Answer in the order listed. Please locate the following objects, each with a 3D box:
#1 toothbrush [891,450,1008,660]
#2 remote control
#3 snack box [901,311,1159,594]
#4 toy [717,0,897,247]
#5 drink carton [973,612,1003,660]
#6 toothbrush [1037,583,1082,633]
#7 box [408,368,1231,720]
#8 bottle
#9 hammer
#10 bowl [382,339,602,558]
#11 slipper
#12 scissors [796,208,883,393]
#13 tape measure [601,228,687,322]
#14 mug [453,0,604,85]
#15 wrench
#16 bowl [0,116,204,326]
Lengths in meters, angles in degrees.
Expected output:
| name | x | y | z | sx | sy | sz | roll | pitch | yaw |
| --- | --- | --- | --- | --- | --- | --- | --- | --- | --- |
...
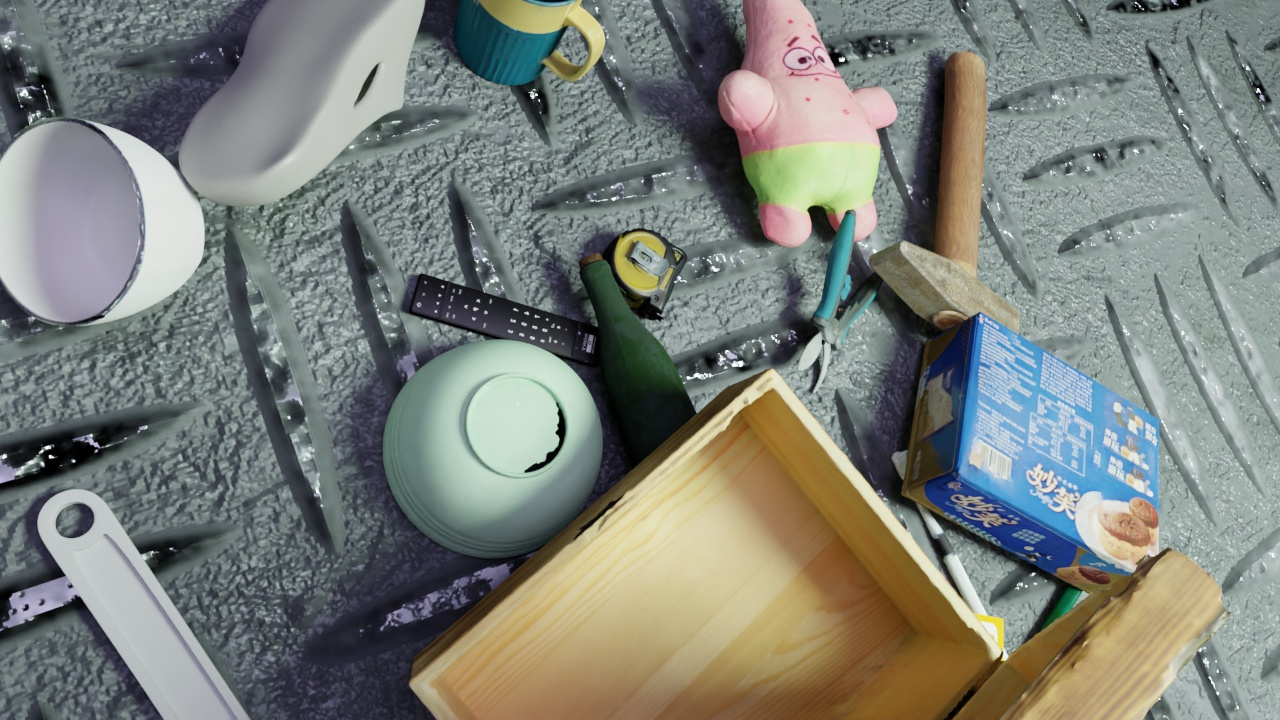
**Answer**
| name | x | y | z | sx | sy | sz | roll | pitch | yaw |
| --- | --- | --- | --- | --- | --- | --- | --- | --- | --- |
| toothbrush | 0.251 | 0.158 | 0.738 | 0.012 | 0.017 | 0.186 | -22 | 82 | -28 |
| remote control | -0.094 | -0.028 | 0.660 | 0.140 | 0.009 | 0.030 | 17 | 68 | -17 |
| snack box | 0.325 | 0.078 | 0.754 | 0.202 | 0.069 | 0.154 | 27 | 58 | -14 |
| toy | 0.133 | -0.213 | 0.760 | 0.191 | 0.097 | 0.236 | -9 | 83 | -34 |
| drink carton | 0.210 | 0.214 | 0.691 | 0.122 | 0.040 | 0.058 | 15 | 68 | -17 |
| toothbrush | 0.306 | 0.240 | 0.736 | 0.189 | 0.016 | 0.017 | -40 | 87 | -28 |
| box | 0.083 | 0.187 | 0.455 | 0.278 | 0.324 | 0.284 | -40 | 93 | -17 |
| bottle | -0.004 | 0.004 | 0.660 | 0.055 | 0.055 | 0.174 | -20 | 82 | -26 |
| hammer | 0.285 | -0.165 | 0.832 | 0.158 | 0.037 | 0.300 | 28 | 60 | -27 |
| bowl | -0.088 | 0.050 | 0.601 | 0.150 | 0.077 | 0.150 | 6 | 72 | -19 |
| slipper | -0.212 | -0.184 | 0.624 | 0.113 | 0.081 | 0.265 | -1 | 52 | 14 |
| scissors | 0.169 | -0.048 | 0.758 | 0.124 | 0.019 | 0.154 | -2 | 101 | -49 |
| tape measure | 0.001 | -0.070 | 0.698 | 0.061 | 0.034 | 0.061 | 26 | 65 | -11 |
| mug | -0.080 | -0.256 | 0.684 | 0.113 | 0.107 | 0.083 | 41 | 61 | -6 |
| wrench | -0.264 | 0.195 | 0.517 | 0.086 | 0.018 | 0.273 | -35 | 87 | -26 |
| bowl | -0.311 | -0.078 | 0.535 | 0.116 | 0.065 | 0.116 | 1 | 95 | 16 |
